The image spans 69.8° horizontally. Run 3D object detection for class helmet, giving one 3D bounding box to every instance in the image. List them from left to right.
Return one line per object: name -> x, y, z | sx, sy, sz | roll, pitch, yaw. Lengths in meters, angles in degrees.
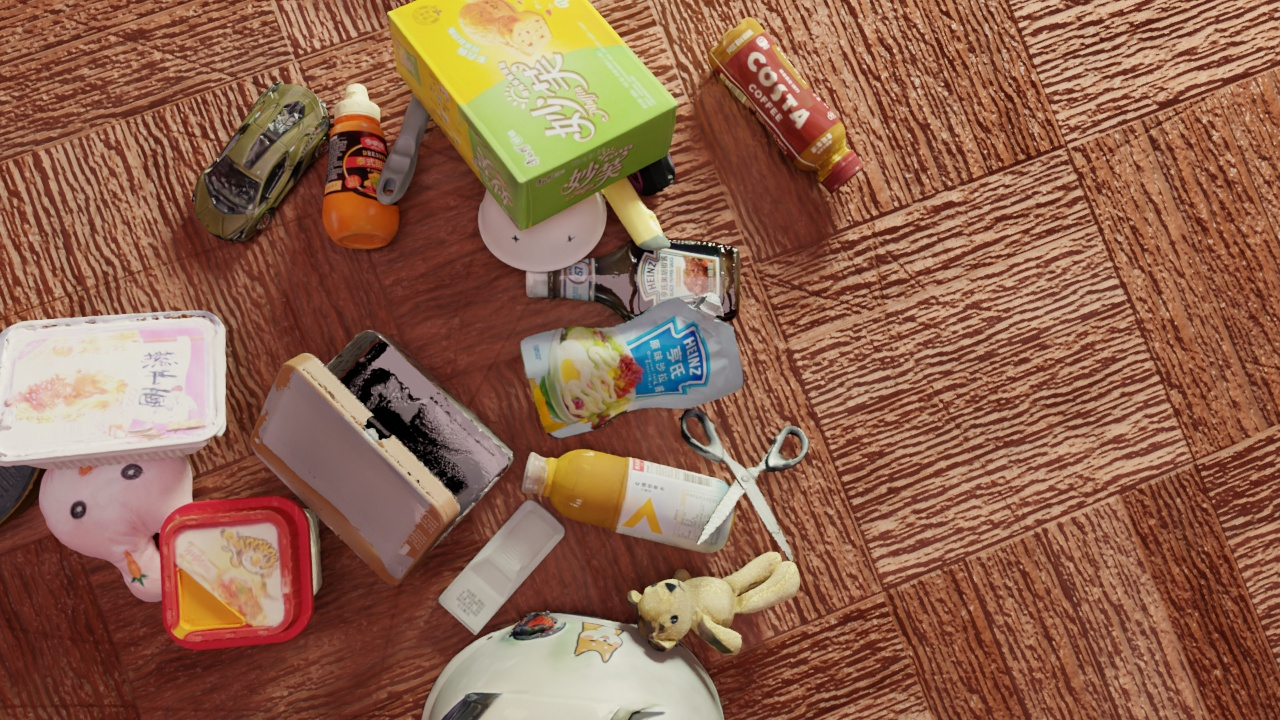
helmet -> -0.057, 0.336, 0.763 | 0.274, 0.157, 0.230 | 1, 86, -4

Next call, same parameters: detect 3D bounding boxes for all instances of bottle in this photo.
bottle -> -0.254, -0.178, 0.829 | 0.066, 0.067, 0.149 | -4, 80, -4
bottle -> -0.011, 0.121, 0.822 | 0.189, 0.068, 0.068 | 14, 86, -3
bottle -> -0.007, -0.073, 0.846 | 0.195, 0.044, 0.080 | 2, 82, -3
bottle -> 0.138, -0.234, 0.856 | 0.057, 0.057, 0.175 | -40, 90, -5

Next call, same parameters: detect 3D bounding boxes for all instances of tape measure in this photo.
tape measure -> 0.008, -0.183, 0.845 | 0.039, 0.058, 0.057 | -30, 121, -9

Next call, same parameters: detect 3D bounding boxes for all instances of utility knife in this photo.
utility knife -> -0.037, -0.188, 0.847 | 0.031, 0.022, 0.216 | -29, 82, -5

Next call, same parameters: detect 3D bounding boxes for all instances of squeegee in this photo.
squeegee -> -0.195, -0.243, 0.834 | 0.246, 0.039, 0.246 | 15, 71, -8

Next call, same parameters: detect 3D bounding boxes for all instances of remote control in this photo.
remote control -> -0.124, 0.185, 0.833 | 0.049, 0.024, 0.125 | 41, 86, 0

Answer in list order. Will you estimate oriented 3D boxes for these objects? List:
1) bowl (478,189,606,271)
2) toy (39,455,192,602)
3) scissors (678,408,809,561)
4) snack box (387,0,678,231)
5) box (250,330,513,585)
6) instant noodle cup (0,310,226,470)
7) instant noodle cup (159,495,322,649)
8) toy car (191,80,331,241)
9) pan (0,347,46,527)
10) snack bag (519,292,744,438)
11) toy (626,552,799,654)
bowl -> -0.090, -0.145, 0.815 | 0.118, 0.065, 0.118 | 0, 67, 0
toy -> -0.441, 0.129, 0.802 | 0.121, 0.054, 0.159 | -41, 96, -13
scissors -> 0.088, 0.102, 0.810 | 0.159, 0.014, 0.178 | 31, 44, 20
snack box -> -0.092, -0.234, 0.777 | 0.157, 0.070, 0.210 | -31, 72, -19
box -> -0.219, 0.076, 0.757 | 0.182, 0.174, 0.152 | 43, 84, -1
instant noodle cup -> -0.441, 0.031, 0.775 | 0.173, 0.060, 0.138 | -4, 57, -19
instant noodle cup -> -0.323, 0.171, 0.770 | 0.116, 0.124, 0.116 | -4, 87, -3
toy car -> -0.343, -0.179, 0.831 | 0.070, 0.042, 0.158 | 35, 88, -1
pan -> -0.667, 0.008, 0.779 | 0.357, 0.078, 0.197 | 45, 85, -1
snack bag -> -0.005, 0.005, 0.828 | 0.191, 0.038, 0.110 | -14, 109, 0
toy -> 0.068, 0.207, 0.808 | 0.157, 0.105, 0.066 | -12, 127, -25
